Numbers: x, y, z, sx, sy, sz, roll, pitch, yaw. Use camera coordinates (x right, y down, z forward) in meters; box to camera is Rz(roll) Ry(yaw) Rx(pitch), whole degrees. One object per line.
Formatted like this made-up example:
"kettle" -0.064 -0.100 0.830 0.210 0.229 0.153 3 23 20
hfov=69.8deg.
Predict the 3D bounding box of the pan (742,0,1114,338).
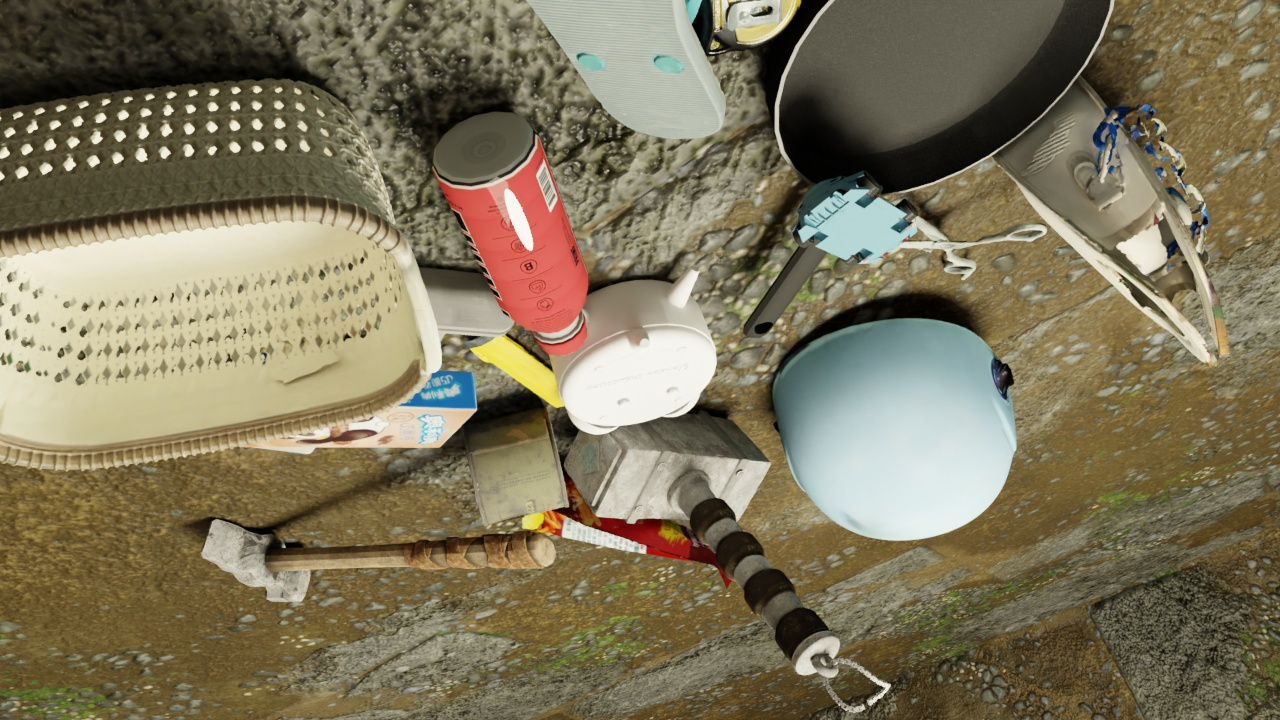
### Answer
"pan" 0.145 -0.138 0.598 0.203 0.044 0.357 0 144 -25

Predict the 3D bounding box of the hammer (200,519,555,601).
"hammer" -0.229 0.173 0.812 0.319 0.048 0.121 -6 147 17

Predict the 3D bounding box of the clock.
"clock" -0.004 0.004 0.716 0.125 0.072 0.161 -13 147 -7

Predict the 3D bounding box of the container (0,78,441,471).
"container" -0.236 -0.043 0.470 0.246 0.142 0.185 -10 148 -12

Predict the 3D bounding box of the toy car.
"toy car" 0.138 -0.094 0.594 0.060 0.027 0.107 -38 151 29

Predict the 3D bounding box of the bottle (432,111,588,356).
"bottle" -0.070 -0.067 0.571 0.062 0.062 0.177 -18 142 0

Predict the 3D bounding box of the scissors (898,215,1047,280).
"scissors" 0.244 -0.089 0.724 0.142 0.014 0.174 -4 167 24

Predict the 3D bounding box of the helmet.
"helmet" 0.244 0.073 0.863 0.226 0.166 0.265 -20 140 22

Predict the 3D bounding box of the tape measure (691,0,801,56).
"tape measure" 0.055 -0.192 0.481 0.061 0.034 0.062 -18 149 -2

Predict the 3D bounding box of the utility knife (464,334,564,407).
"utility knife" -0.091 0.009 0.738 0.030 0.017 0.151 -22 147 16

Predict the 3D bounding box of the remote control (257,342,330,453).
"remote control" -0.250 0.032 0.701 0.050 0.011 0.136 14 137 -39

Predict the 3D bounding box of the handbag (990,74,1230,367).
"handbag" 0.342 -0.091 0.622 0.093 0.199 0.200 -40 144 26

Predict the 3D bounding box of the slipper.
"slipper" -0.016 -0.189 0.429 0.098 0.054 0.269 8 166 15

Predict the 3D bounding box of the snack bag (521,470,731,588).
"snack bag" -0.007 0.164 0.875 0.208 0.066 0.139 20 179 7

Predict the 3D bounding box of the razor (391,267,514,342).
"razor" -0.149 -0.018 0.651 0.088 0.047 0.116 4 150 -30

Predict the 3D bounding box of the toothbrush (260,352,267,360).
"toothbrush" -0.301 0.024 0.665 0.016 0.018 0.183 18 136 -43

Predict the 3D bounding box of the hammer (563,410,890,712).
"hammer" 0.077 0.156 0.761 0.176 0.326 0.080 10 116 -36

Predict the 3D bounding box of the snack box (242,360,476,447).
"snack box" -0.205 0.035 0.667 0.151 0.034 0.087 3 155 -30

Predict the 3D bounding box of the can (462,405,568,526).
"can" -0.108 0.090 0.784 0.074 0.089 0.090 -13 148 -8
